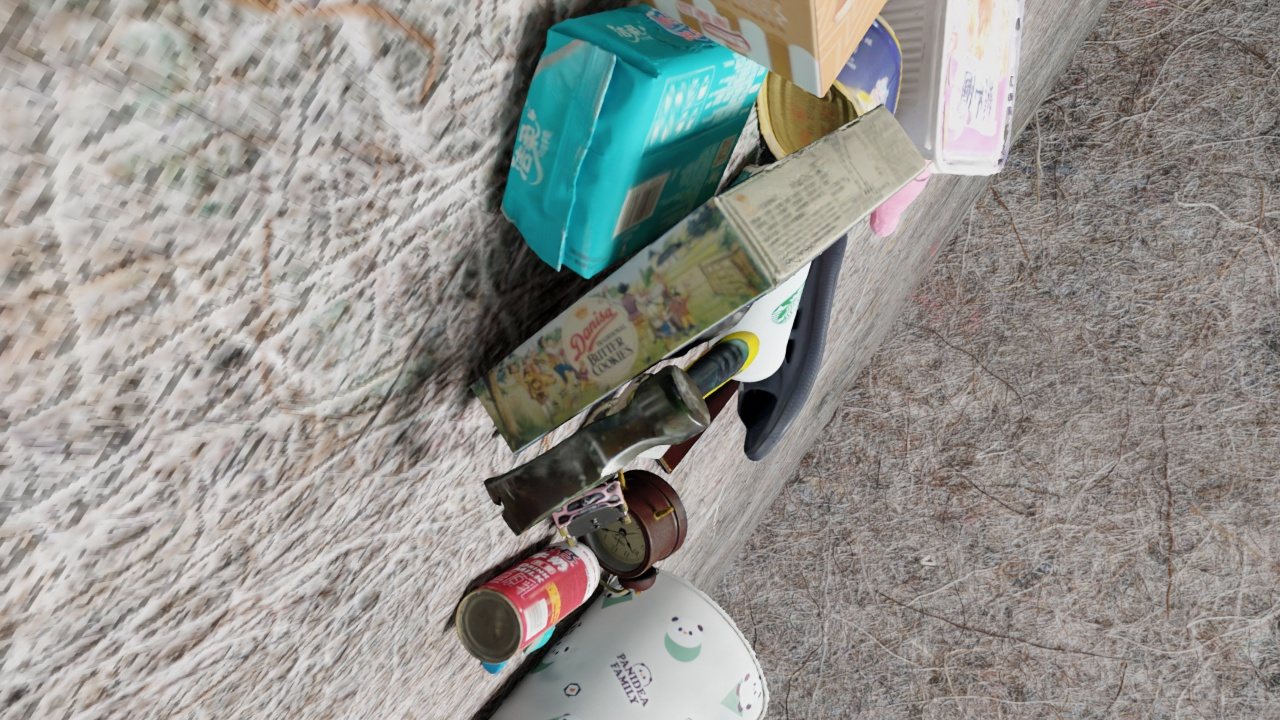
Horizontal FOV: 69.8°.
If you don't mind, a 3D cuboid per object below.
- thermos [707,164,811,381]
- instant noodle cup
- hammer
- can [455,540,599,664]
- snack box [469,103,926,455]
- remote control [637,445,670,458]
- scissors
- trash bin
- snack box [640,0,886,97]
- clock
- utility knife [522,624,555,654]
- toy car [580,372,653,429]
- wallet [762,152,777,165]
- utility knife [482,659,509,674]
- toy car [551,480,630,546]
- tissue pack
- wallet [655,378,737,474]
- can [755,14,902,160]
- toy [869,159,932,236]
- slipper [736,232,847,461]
[{"bbox_3d":[0.092,-0.059,0.686,0.073,0.073,0.224,-50,164,-20],"label":"thermos"},{"bbox_3d":[0.206,-0.214,0.618,0.137,0.060,0.173,-13,110,-49],"label":"instant noodle cup"},{"bbox_3d":[0.015,0.023,0.523,0.126,0.032,0.322,-32,178,20],"label":"hammer"},{"bbox_3d":[-0.079,0.175,0.684,0.053,0.053,0.132,-61,164,16],"label":"can"},{"bbox_3d":[0.029,-0.041,0.450,0.183,0.046,0.177,-32,-177,41],"label":"snack box"},{"bbox_3d":[0.011,0.055,0.772,0.058,0.021,0.150,-57,165,2],"label":"remote control"},{"bbox_3d":[-0.014,0.010,0.594,0.234,0.021,0.143,-31,177,-23],"label":"scissors"},{"bbox_3d":[-0.030,0.381,0.965,0.251,0.229,0.230,-34,154,-40],"label":"trash bin"},{"bbox_3d":[0.039,-0.156,0.296,0.077,0.093,0.094,-56,164,-1],"label":"snack box"},{"bbox_3d":[-0.011,0.149,0.785,0.055,0.082,0.122,-27,147,-52],"label":"clock"},{"bbox_3d":[-0.092,0.256,0.851,0.029,0.013,0.223,-52,172,-13],"label":"utility knife"},{"bbox_3d":[-0.016,0.046,0.643,0.090,0.035,0.042,-53,166,4],"label":"toy car"},{"bbox_3d":[0.146,-0.153,0.661,0.115,0.033,0.090,-48,129,-3],"label":"wallet"},{"bbox_3d":[-0.071,0.197,0.820,0.193,0.018,0.034,-47,172,-28],"label":"utility knife"},{"bbox_3d":[-0.037,0.111,0.688,0.056,0.037,0.122,-23,165,-6],"label":"toy car"},{"bbox_3d":[0.003,-0.098,0.383,0.133,0.050,0.093,-37,155,-51],"label":"tissue pack"},{"bbox_3d":[0.055,0.053,0.907,0.122,0.020,0.096,-52,159,-9],"label":"wallet"},{"bbox_3d":[0.114,-0.156,0.553,0.049,0.074,0.148,-57,164,-5],"label":"can"},{"bbox_3d":[0.210,-0.198,0.755,0.194,0.075,0.178,9,103,-61],"label":"toy"},{"bbox_3d":[0.125,-0.027,0.867,0.111,0.083,0.267,113,0,-60],"label":"slipper"}]
